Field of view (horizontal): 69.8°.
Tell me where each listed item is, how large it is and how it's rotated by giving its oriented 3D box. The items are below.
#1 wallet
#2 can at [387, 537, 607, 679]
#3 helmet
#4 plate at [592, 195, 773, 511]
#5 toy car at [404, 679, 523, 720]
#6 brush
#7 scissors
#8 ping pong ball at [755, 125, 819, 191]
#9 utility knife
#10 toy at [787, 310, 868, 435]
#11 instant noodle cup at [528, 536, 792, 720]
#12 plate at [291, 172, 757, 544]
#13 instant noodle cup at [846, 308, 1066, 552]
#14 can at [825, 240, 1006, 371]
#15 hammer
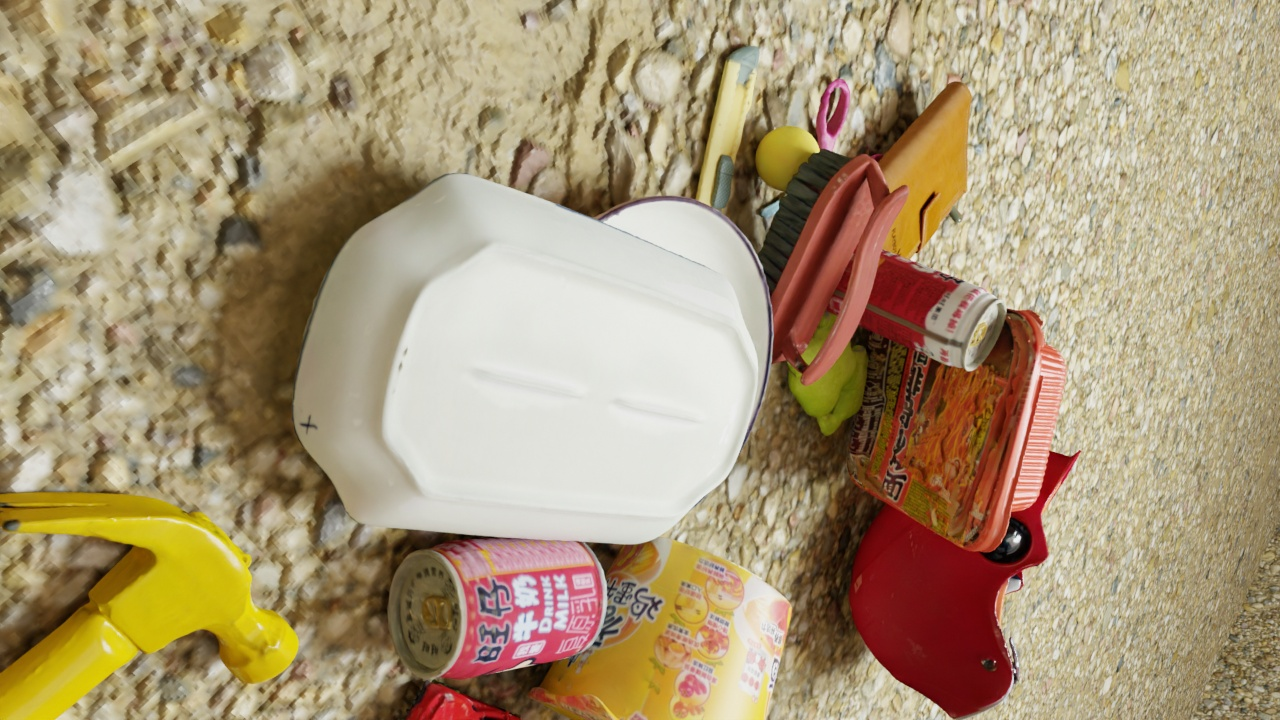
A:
[{"bbox_3d":[0.208,-0.125,0.697,0.130,0.035,0.119,-48,140,-19],"label":"wallet"},{"bbox_3d":[-0.072,0.123,0.465,0.093,0.067,0.066,8,97,-48],"label":"can"},{"bbox_3d":[0.260,0.164,0.767,0.239,0.144,0.207,-66,157,-9],"label":"helmet"},{"bbox_3d":[-0.003,0.003,0.512,0.192,0.039,0.192,-14,113,-39],"label":"plate"},{"bbox_3d":[-0.091,0.207,0.493,0.049,0.031,0.106,-63,144,-20],"label":"toy car"},{"bbox_3d":[0.112,-0.057,0.566,0.063,0.069,0.146,-14,135,-45],"label":"brush"},{"bbox_3d":[0.126,-0.130,0.629,0.133,0.017,0.130,-30,126,-33],"label":"scissors"},{"bbox_3d":[0.092,-0.126,0.574,0.040,0.040,0.040,-17,115,-42],"label":"ping pong ball"},{"bbox_3d":[0.043,-0.097,0.557,0.030,0.020,0.190,6,103,-41],"label":"utility knife"},{"bbox_3d":[0.140,0.011,0.678,0.100,0.031,0.097,-1,105,-47],"label":"toy"},{"bbox_3d":[0.020,0.174,0.536,0.138,0.138,0.109,49,59,-43],"label":"instant noodle cup"},{"bbox_3d":[-0.028,0.015,0.440,0.265,0.034,0.162,16,93,-43],"label":"plate"},{"bbox_3d":[0.231,0.037,0.664,0.079,0.189,0.164,7,99,-18],"label":"instant noodle cup"},{"bbox_3d":[0.168,-0.042,0.608,0.053,0.133,0.053,-30,135,-36],"label":"can"},{"bbox_3d":[-0.263,0.159,0.301,0.299,0.033,0.129,-43,130,-29],"label":"hammer"}]
